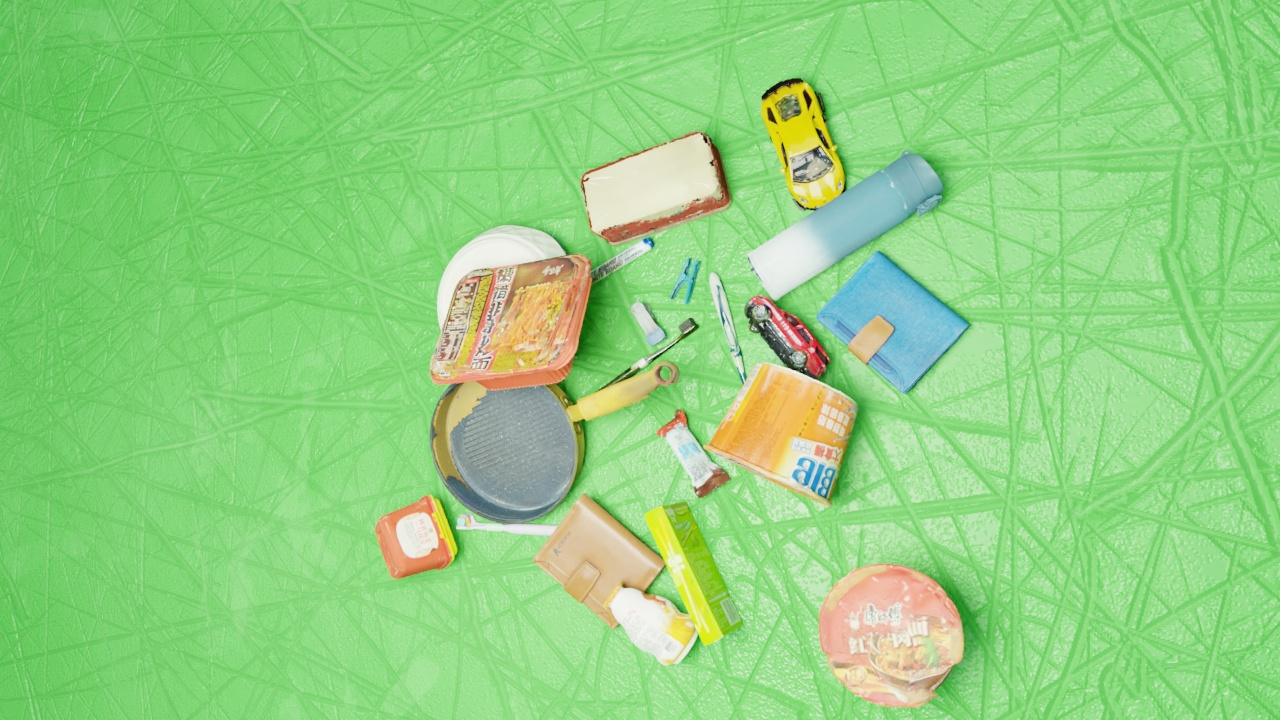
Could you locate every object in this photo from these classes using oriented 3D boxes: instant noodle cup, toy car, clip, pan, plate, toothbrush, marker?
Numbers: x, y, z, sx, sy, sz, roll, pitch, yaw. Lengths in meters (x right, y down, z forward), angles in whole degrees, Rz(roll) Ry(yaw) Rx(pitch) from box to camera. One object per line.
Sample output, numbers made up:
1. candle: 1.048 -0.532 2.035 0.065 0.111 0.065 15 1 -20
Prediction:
1. instant noodle cup: -0.136 -0.036 1.052 0.189 0.079 0.164 -7 52 25
2. toy car: 0.189 -0.248 1.056 0.071 0.041 0.155 -20 80 18
3. instant noodle cup: 0.259 0.271 0.943 0.138 0.108 0.138 -2 85 20
4. clip: 0.056 -0.096 1.106 0.041 0.014 0.056 23 95 21
5. pan: -0.101 0.073 1.085 0.358 0.078 0.197 -25 93 21
6. plate: -0.172 -0.069 1.159 0.205 0.045 0.205 2 95 23
7. instant noodle cup: 0.158 0.076 0.986 0.151 0.151 0.111 23 85 21
8. toothbrush: 0.109 -0.015 1.076 0.016 0.018 0.191 -19 79 18
9. toothbrush: -0.007 0.007 1.121 0.186 0.012 0.017 -36 68 14
10. clip: 0.010 -0.044 1.113 0.024 0.028 0.056 -35 71 16
11. toy car: 0.165 -0.025 1.038 0.045 0.053 0.120 -38 79 -11
12. marker: -0.047 -0.111 1.145 0.146 0.017 0.017 -29 75 16
13. toothbrush: -0.143 0.209 1.151 0.189 0.029 0.021 1 125 19

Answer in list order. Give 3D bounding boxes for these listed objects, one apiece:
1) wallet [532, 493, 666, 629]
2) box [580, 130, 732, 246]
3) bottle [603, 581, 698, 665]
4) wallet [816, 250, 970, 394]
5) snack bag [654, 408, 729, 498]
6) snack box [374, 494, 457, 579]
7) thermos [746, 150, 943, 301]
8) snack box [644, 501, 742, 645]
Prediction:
1. wallet: -0.050 0.240 1.097 0.132 0.031 0.108 39 99 10
2. box: 0.016 -0.204 1.097 0.169 0.078 0.091 -16 79 19
3. bottle: 0.010 0.298 1.049 0.108 0.063 0.063 34 97 4
4. wallet: 0.274 -0.042 1.007 0.106 0.040 0.133 -47 71 6
5. snack bag: 0.059 0.109 1.079 0.045 0.026 0.105 -36 75 5
6. snack box: -0.285 0.226 1.159 0.082 0.080 0.091 -45 65 56
7. thermos: 0.226 -0.149 1.019 0.221 0.070 0.070 -31 75 15
8. snack box: 0.061 0.236 1.035 0.026 0.085 0.156 -30 76 16
